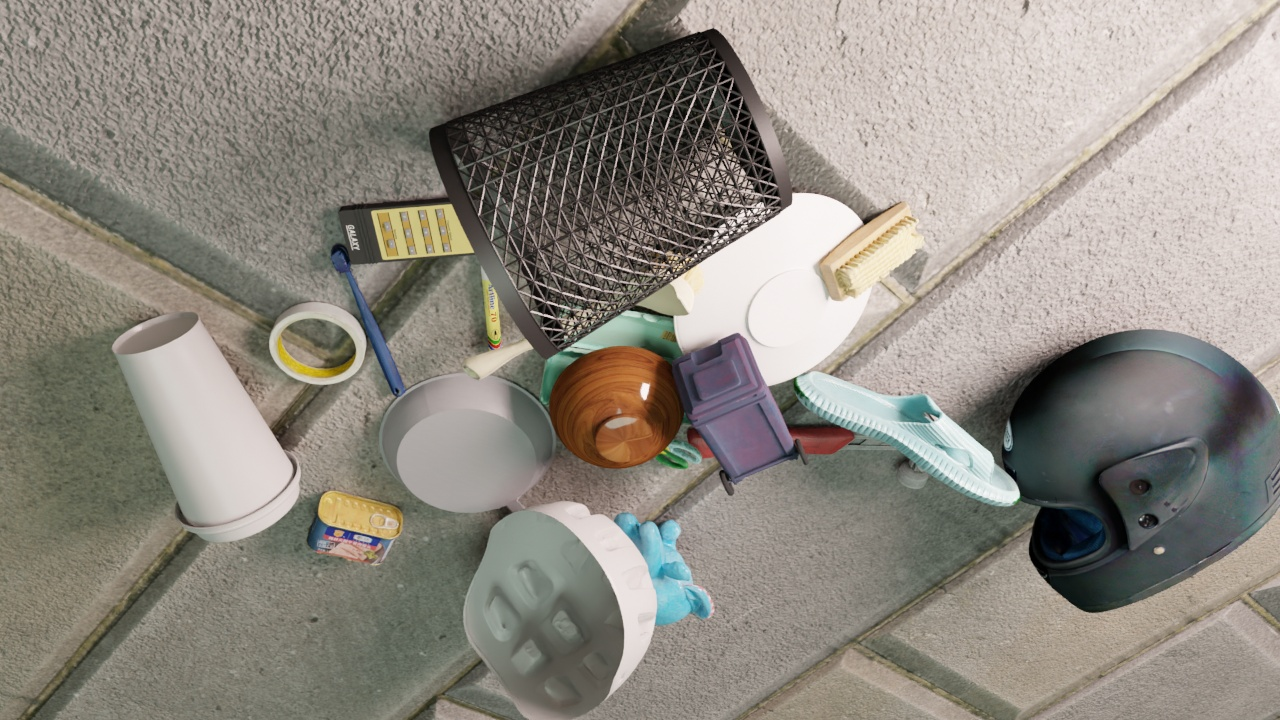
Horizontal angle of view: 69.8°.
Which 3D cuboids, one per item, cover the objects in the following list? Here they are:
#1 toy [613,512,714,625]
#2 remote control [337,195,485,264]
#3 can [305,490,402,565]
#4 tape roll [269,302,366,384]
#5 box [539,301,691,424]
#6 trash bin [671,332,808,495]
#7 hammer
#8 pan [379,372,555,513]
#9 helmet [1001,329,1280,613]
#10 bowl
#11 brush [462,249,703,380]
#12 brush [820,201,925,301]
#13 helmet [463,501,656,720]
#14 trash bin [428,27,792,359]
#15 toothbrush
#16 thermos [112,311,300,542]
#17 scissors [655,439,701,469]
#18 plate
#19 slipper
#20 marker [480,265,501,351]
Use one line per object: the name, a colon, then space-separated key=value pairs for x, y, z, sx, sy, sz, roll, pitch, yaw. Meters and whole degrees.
toy: x=0.010 y=0.250 z=1.156 sx=0.184 sy=0.114 sz=0.181 roll=16 pitch=132 yaw=29
remote control: x=-0.216 y=-0.124 z=0.877 sx=0.133 sy=0.013 sz=0.058 roll=-5 pitch=122 yaw=1
can: x=-0.341 y=0.201 z=1.094 sx=0.099 sy=0.053 sz=0.059 roll=19 pitch=124 yaw=-20
tape roll: x=-0.333 y=-0.017 z=0.949 sx=0.094 sy=0.019 sz=0.094 roll=-4 pitch=128 yaw=-5
box: x=-0.008 y=0.001 z=0.992 sx=0.187 sy=0.057 sz=0.138 roll=10 pitch=114 yaw=-15
trash bin: x=0.102 y=0.057 z=0.956 sx=0.094 sy=0.092 sz=0.161 roll=-24 pitch=141 yaw=9
hammer: x=0.212 y=0.095 z=1.107 sx=0.315 sy=0.036 sz=0.126 roll=2 pitch=125 yaw=-8
pan: x=-0.166 y=0.158 z=1.096 sx=0.201 sy=0.050 sz=0.357 roll=-23 pitch=125 yaw=9
helmet: x=0.531 y=0.106 z=1.031 sx=0.236 sy=0.248 sz=0.317 roll=43 pitch=117 yaw=-1
bowl: x=-0.021 y=0.064 z=0.964 sx=0.147 sy=0.068 sz=0.147 roll=-4 pitch=123 yaw=-6
brush: x=-0.062 y=-0.037 z=0.908 sx=0.273 sy=0.077 sz=0.062 roll=-21 pitch=117 yaw=20
brush: x=0.238 y=-0.107 z=0.928 sx=0.117 sy=0.039 sz=0.049 roll=-35 pitch=127 yaw=-9
helmet: x=-0.087 y=0.275 z=1.053 sx=0.183 sy=0.224 sz=0.283 roll=-37 pitch=155 yaw=-33
trash bin: x=-0.017 y=-0.151 z=0.782 sx=0.243 sy=0.216 sz=0.217 roll=-26 pitch=127 yaw=3
toothbrush: x=-0.279 y=-0.035 z=0.943 sx=0.016 sy=0.017 sz=0.190 roll=-11 pitch=128 yaw=1
thermos: x=-0.446 y=0.066 z=0.939 sx=0.131 sy=0.131 sz=0.222 roll=-12 pitch=120 yaw=1
scissors: x=0.016 y=0.091 z=1.071 sx=0.130 sy=0.014 sz=0.071 roll=36 pitch=146 yaw=-24
plate: x=0.146 y=-0.059 z=0.946 sx=0.229 sy=0.030 sz=0.230 roll=-11 pitch=126 yaw=-15
slipper: x=0.302 y=0.070 z=1.019 sx=0.276 sy=0.115 sz=0.070 roll=26 pitch=108 yaw=2
marker: x=-0.154 y=-0.063 z=0.942 sx=0.014 sy=0.014 sz=0.132 roll=-3 pitch=128 yaw=-6
